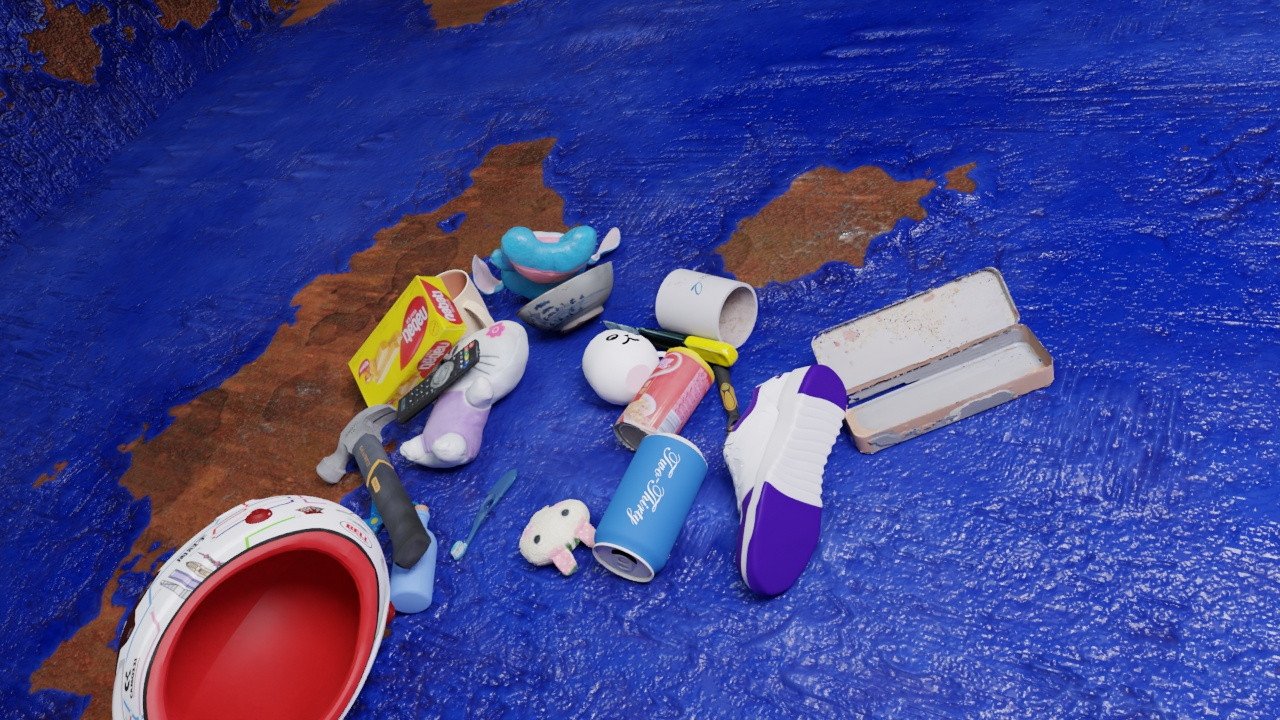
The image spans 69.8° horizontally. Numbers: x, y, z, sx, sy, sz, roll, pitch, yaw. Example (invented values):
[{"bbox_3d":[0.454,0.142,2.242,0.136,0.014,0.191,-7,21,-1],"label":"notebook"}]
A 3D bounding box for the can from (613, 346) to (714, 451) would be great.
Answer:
[{"bbox_3d":[0.029,0.049,1.072,0.067,0.067,0.124,14,56,37],"label":"can"}]

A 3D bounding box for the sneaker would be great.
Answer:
[{"bbox_3d":[0.126,0.116,0.940,0.111,0.092,0.243,-9,51,49],"label":"sneaker"}]

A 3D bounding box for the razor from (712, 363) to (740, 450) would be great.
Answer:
[{"bbox_3d":[0.104,0.048,1.071,0.044,0.021,0.144,-20,40,8],"label":"razor"}]

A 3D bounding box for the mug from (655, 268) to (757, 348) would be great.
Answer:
[{"bbox_3d":[0.095,-0.071,1.158,0.096,0.083,0.119,18,31,39],"label":"mug"}]

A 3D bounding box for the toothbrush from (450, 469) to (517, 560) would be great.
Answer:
[{"bbox_3d":[-0.185,0.180,1.092,0.021,0.016,0.132,12,55,33],"label":"toothbrush"}]

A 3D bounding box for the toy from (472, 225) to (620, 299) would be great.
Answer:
[{"bbox_3d":[-0.123,-0.146,1.291,0.223,0.099,0.192,-13,-4,-14],"label":"toy"}]

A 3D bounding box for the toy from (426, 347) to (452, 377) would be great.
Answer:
[{"bbox_3d":[-0.310,0.005,1.314,0.066,0.050,0.102,0,43,34],"label":"toy"}]

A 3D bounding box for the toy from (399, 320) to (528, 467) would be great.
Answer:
[{"bbox_3d":[-0.218,0.046,1.188,0.138,0.085,0.208,-12,47,49],"label":"toy"}]

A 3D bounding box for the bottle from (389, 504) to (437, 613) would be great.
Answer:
[{"bbox_3d":[-0.261,0.224,1.064,0.048,0.048,0.131,-18,42,11],"label":"bottle"}]

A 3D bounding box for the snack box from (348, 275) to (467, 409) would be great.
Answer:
[{"bbox_3d":[-0.319,-0.018,1.247,0.201,0.042,0.092,-43,66,31],"label":"snack box"}]

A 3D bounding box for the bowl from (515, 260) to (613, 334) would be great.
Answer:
[{"bbox_3d":[-0.092,-0.075,1.248,0.151,0.057,0.150,-29,2,1],"label":"bowl"}]

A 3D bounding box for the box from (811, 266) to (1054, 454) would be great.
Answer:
[{"bbox_3d":[0.307,-0.001,0.980,0.217,0.071,0.156,-23,69,6],"label":"box"}]

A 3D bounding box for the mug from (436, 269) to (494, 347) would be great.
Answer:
[{"bbox_3d":[-0.247,-0.060,1.300,0.112,0.104,0.085,17,58,37],"label":"mug"}]

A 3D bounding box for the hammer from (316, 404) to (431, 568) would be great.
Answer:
[{"bbox_3d":[-0.317,0.155,1.116,0.139,0.035,0.312,-51,36,1],"label":"hammer"}]

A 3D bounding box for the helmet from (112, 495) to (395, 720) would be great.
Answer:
[{"bbox_3d":[-0.397,0.286,0.938,0.237,0.231,0.313,-25,28,47],"label":"helmet"}]

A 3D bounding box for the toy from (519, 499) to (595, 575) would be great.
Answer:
[{"bbox_3d":[-0.095,0.189,1.017,0.087,0.050,0.112,-40,48,-14],"label":"toy"}]

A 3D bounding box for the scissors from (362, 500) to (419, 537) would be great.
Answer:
[{"bbox_3d":[-0.330,0.209,1.147,0.125,0.014,0.130,-8,43,19],"label":"scissors"}]

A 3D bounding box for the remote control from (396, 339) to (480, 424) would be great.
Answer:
[{"bbox_3d":[-0.253,0.028,1.157,0.141,0.021,0.045,-38,35,17],"label":"remote control"}]

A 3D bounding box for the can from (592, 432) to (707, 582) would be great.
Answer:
[{"bbox_3d":[0.011,0.152,0.969,0.079,0.079,0.145,6,51,32],"label":"can"}]

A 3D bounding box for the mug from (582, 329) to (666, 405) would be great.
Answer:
[{"bbox_3d":[-0.007,0.007,1.130,0.123,0.090,0.076,-10,24,-29],"label":"mug"}]

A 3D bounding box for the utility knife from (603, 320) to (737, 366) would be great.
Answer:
[{"bbox_3d":[0.030,-0.027,1.164,0.234,0.029,0.020,15,50,44],"label":"utility knife"}]
